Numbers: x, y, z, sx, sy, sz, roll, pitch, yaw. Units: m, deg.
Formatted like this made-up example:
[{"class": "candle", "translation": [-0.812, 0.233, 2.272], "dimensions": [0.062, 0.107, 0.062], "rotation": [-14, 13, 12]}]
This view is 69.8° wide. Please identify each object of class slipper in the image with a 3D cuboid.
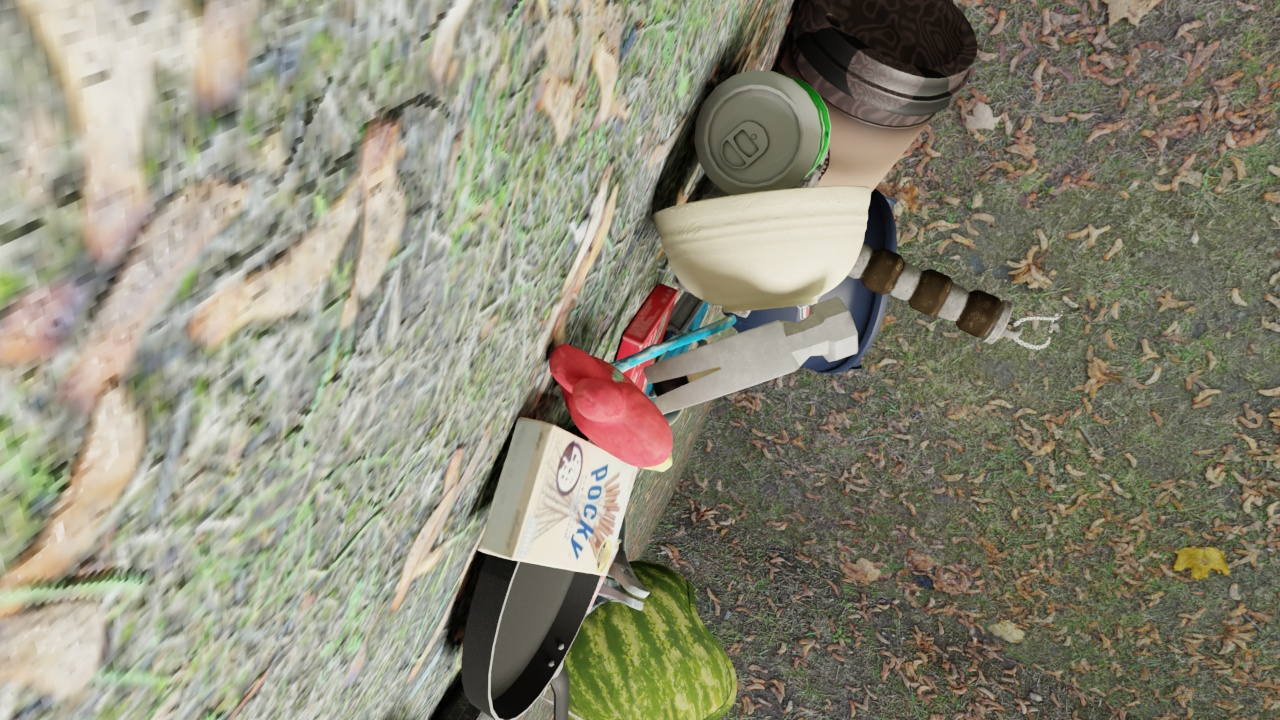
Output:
[{"class": "slipper", "translation": [0.030, 0.034, 1.028], "dimensions": [0.293, 0.060, 0.118], "rotation": [-56, 172, -47]}]

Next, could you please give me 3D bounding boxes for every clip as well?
[{"class": "clip", "translation": [-0.051, 0.194, 0.914], "dimensions": [0.165, 0.032, 0.165], "rotation": [-36, -140, 33]}]

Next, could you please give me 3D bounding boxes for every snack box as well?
[{"class": "snack box", "translation": [-0.047, 0.092, 0.590], "dimensions": [0.150, 0.026, 0.082], "rotation": [38, 65, -65]}, {"class": "snack box", "translation": [-0.005, 0.005, 0.826], "dimensions": [0.089, 0.021, 0.133], "rotation": [-57, 169, -46]}]

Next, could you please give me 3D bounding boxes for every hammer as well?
[{"class": "hammer", "translation": [0.202, -0.081, 0.799], "dimensions": [0.176, 0.326, 0.080], "rotation": [-60, 171, -34]}, {"class": "hammer", "translation": [0.054, 0.009, 0.730], "dimensions": [0.131, 0.039, 0.328], "rotation": [-19, 178, -9]}]

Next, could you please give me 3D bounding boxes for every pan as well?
[{"class": "pan", "translation": [-0.072, 0.207, 0.729], "dimensions": [0.224, 0.034, 0.357], "rotation": [-55, 157, -48]}, {"class": "pan", "translation": [-0.159, 0.311, 0.701], "dimensions": [0.207, 0.040, 0.358], "rotation": [-61, 171, -24]}]

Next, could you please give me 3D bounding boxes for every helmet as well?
[{"class": "helmet", "translation": [0.204, -0.103, 1.094], "dimensions": [0.272, 0.222, 0.232], "rotation": [25, -73, 62]}, {"class": "helmet", "translation": [-0.013, 0.410, 1.285], "dimensions": [0.242, 0.247, 0.214], "rotation": [-10, 159, -31]}]

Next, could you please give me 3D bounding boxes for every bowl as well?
[{"class": "bowl", "translation": [0.088, -0.074, 0.644], "dimensions": [0.150, 0.151, 0.075], "rotation": [-24, 107, -79]}]

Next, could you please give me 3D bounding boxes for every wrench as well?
[{"class": "wrench", "translation": [0.095, -0.119, 0.987], "dimensions": [0.272, 0.073, 0.018], "rotation": [-55, 170, -21]}]

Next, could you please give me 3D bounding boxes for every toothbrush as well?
[{"class": "toothbrush", "translation": [-0.070, 0.354, 0.906], "dimensions": [0.010, 0.181, 0.010], "rotation": [-58, 165, -27]}]

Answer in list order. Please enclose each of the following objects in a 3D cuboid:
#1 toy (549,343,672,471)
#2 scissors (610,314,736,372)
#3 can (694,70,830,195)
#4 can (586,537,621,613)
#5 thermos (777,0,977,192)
[{"class": "toy", "translation": [-0.018, 0.031, 0.574], "dimensions": [0.045, 0.091, 0.135], "rotation": [-47, 156, -3]}, {"class": "scissors", "translation": [0.011, -0.007, 0.672], "dimensions": [0.140, 0.011, 0.133], "rotation": [-22, -178, 34]}, {"class": "can", "translation": [0.094, -0.170, 0.686], "dimensions": [0.088, 0.088, 0.139], "rotation": [-67, 172, 20]}, {"class": "can", "translation": [-0.063, 0.186, 0.845], "dimensions": [0.067, 0.067, 0.076], "rotation": [73, 42, -79]}, {"class": "thermos", "translation": [0.200, -0.247, 0.912], "dimensions": [0.172, 0.173, 0.227], "rotation": [-59, 177, -37]}]
